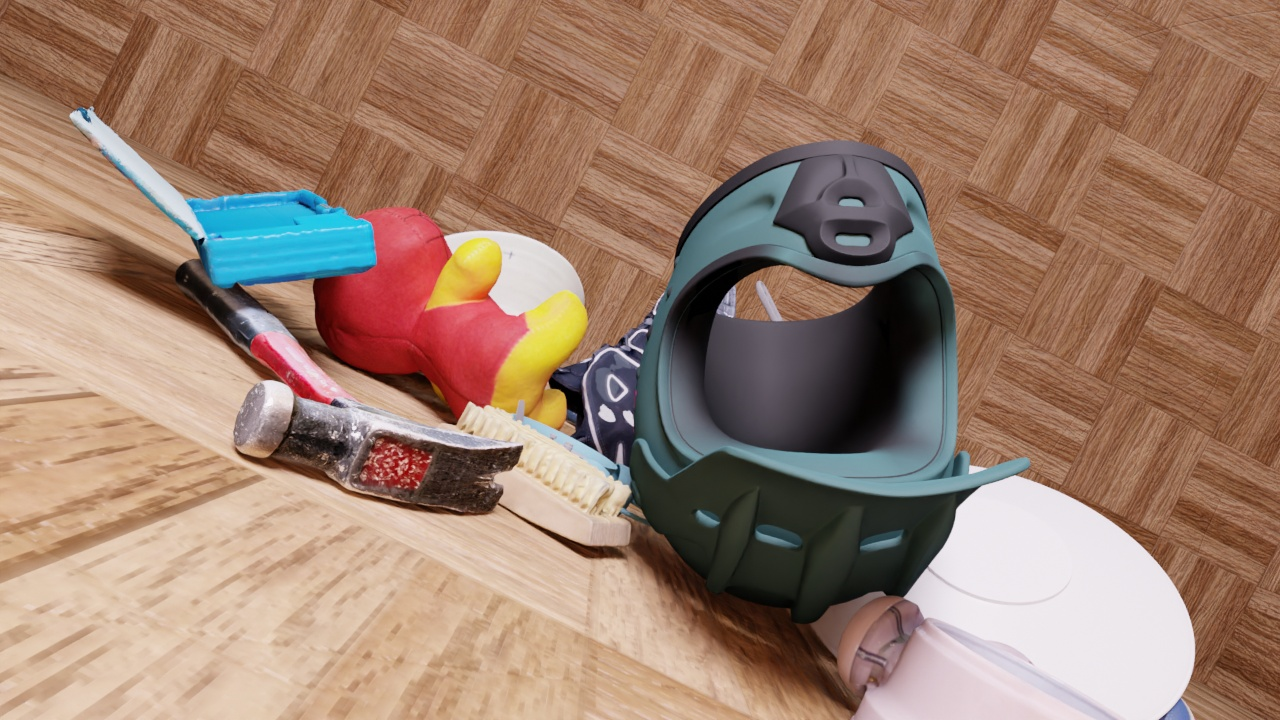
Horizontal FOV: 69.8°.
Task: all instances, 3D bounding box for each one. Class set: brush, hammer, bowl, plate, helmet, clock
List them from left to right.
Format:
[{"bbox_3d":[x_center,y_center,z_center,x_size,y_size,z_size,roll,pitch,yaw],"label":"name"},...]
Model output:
[{"bbox_3d":[-0.188,-0.003,0.497,0.140,0.036,0.326,25,1,-42],"label":"hammer"},{"bbox_3d":[-0.129,-0.021,0.759,0.176,0.177,0.057,27,35,-37],"label":"bowl"},{"bbox_3d":[-0.057,0.061,0.493,0.117,0.039,0.049,26,1,26],"label":"brush"},{"bbox_3d":[-0.036,0.069,0.559,0.123,0.042,0.087,27,0,19],"label":"clock"},{"bbox_3d":[0.084,0.030,0.473,0.176,0.200,0.275,2,-21,-2],"label":"helmet"},{"bbox_3d":[0.148,0.154,0.395,0.116,0.059,0.158,27,-1,-15],"label":"clock"},{"bbox_3d":[0.205,0.121,0.546,0.229,0.030,0.229,0,31,0],"label":"plate"}]

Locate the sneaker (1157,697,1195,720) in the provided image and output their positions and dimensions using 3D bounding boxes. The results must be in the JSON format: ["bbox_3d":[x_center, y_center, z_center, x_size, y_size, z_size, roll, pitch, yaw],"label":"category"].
[{"bbox_3d":[0.216,0.171,0.567,0.091,0.116,0.242,60,-17,-19],"label":"sneaker"}]

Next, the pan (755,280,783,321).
[{"bbox_3d":[0.187,0.087,0.875,0.356,0.051,0.200,59,20,6],"label":"pan"}]

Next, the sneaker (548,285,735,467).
[{"bbox_3d":[-0.005,0.005,0.791,0.151,0.251,0.097,13,-37,0],"label":"sneaker"}]

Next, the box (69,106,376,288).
[{"bbox_3d":[-0.277,-0.096,0.586,0.170,0.070,0.244,20,3,-31],"label":"box"}]

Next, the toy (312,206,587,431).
[{"bbox_3d":[-0.144,-0.027,0.646,0.216,0.148,0.098,29,30,20],"label":"toy"}]

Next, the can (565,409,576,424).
[{"bbox_3d":[-0.036,0.063,1.041,0.059,0.054,0.099,25,-2,41],"label":"can"}]
